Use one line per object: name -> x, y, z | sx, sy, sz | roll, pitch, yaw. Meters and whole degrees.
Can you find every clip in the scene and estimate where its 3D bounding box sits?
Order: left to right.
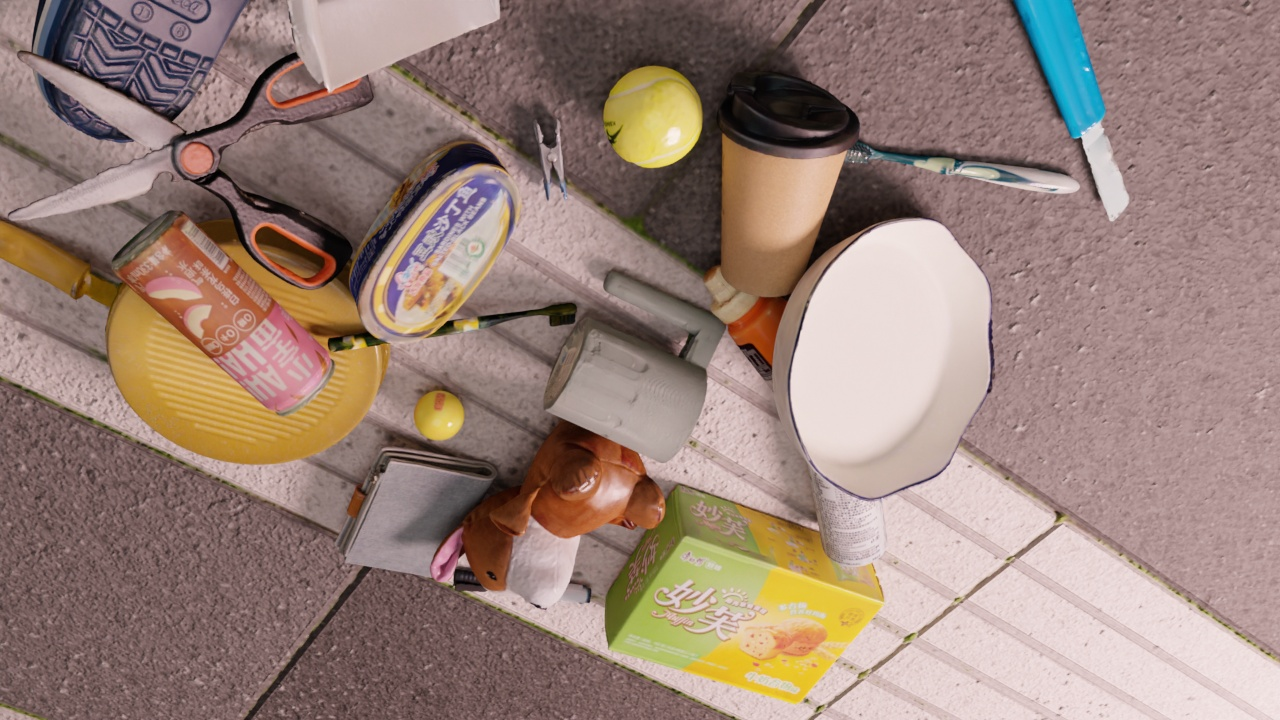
clip -> -0.063, -0.140, 0.639 | 0.036, 0.025, 0.058 | -7, 117, -7

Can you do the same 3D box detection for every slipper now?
slipper -> -0.274, -0.250, 0.524 | 0.095, 0.105, 0.253 | 35, 105, 26

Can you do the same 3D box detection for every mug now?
mug -> -0.004, 0.004, 0.709 | 0.103, 0.084, 0.124 | 24, 91, -15

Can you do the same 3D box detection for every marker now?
marker -> -0.111, 0.214, 0.862 | 0.130, 0.022, 0.018 | 10, 132, -8

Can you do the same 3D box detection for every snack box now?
snack box -> 0.092, 0.221, 0.847 | 0.210, 0.070, 0.158 | 21, 119, -15

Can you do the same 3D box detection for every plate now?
plate -> 0.177, -0.001, 0.672 | 0.204, 0.046, 0.205 | -7, 103, -32

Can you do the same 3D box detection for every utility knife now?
utility knife -> 0.297, -0.186, 0.628 | 0.034, 0.018, 0.223 | -29, 118, 13

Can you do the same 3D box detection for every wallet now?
wallet -> -0.199, 0.130, 0.797 | 0.106, 0.037, 0.130 | 16, 122, -25

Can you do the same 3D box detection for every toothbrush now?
toothbrush -> -0.138, -0.023, 0.688 | 0.185, 0.012, 0.017 | -9, 132, -15
toothbrush -> 0.227, -0.137, 0.657 | 0.191, 0.018, 0.016 | 7, 121, -7

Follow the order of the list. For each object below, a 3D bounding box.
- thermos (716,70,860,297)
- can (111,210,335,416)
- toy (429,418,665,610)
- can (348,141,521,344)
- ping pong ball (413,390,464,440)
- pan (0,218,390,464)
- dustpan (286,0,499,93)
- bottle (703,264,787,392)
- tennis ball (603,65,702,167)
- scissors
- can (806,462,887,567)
thermos -> 0.092, -0.119, 0.627 | 0.093, 0.092, 0.143 | 2, 130, -4
can -> -0.277, -0.030, 0.618 | 0.058, 0.057, 0.147 | -29, 122, 15
toy -> -0.076, 0.140, 0.766 | 0.200, 0.130, 0.140 | -36, 135, 27
can -> -0.143, -0.080, 0.636 | 0.074, 0.049, 0.148 | 33, 102, -35
ping pong ball -> -0.162, 0.044, 0.741 | 0.040, 0.040, 0.040 | -1, 122, -2
pan -> -0.363, -0.042, 0.674 | 0.357, 0.078, 0.198 | 20, 114, -22
dustpan -> -0.120, -0.297, 0.427 | 0.143, 0.222, 0.258 | -22, 110, 25
bottle -> 0.104, -0.018, 0.705 | 0.067, 0.066, 0.149 | -41, 108, 21
tennis ball -> 0.008, -0.160, 0.605 | 0.065, 0.065, 0.066 | -1, 122, -2
scissors -> -0.254, -0.125, 0.565 | 0.232, 0.022, 0.221 | -49, 139, -19
can -> 0.175, 0.107, 0.785 | 0.058, 0.058, 0.147 | -13, 122, 5
